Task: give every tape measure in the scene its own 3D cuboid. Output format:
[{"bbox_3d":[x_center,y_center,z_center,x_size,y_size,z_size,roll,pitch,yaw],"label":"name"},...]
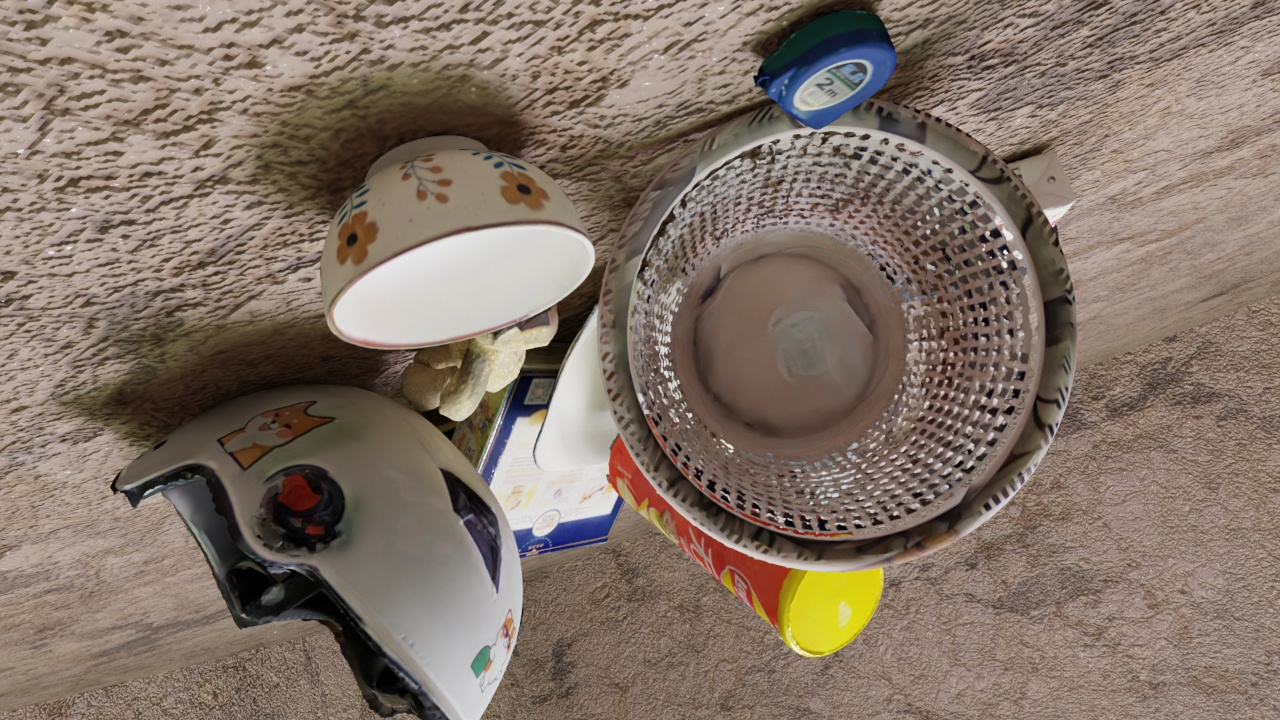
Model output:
[{"bbox_3d":[0.081,-0.127,0.395,0.055,0.025,0.058,-28,161,30],"label":"tape measure"}]

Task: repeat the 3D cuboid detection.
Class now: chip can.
[{"bbox_3d":[0.057,0.101,0.588,0.073,0.073,0.217,-12,-158,-26],"label":"chip can"}]

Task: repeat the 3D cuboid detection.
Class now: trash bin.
[{"bbox_3d":[0.095,-0.012,0.524,0.227,0.227,0.192,-19,179,2],"label":"trash bin"}]

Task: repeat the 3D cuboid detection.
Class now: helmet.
[{"bbox_3d":[-0.174,0.110,0.583,0.156,0.274,0.230,-53,151,-31],"label":"helmet"}]

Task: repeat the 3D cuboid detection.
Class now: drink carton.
[{"bbox_3d":[0.267,-0.105,0.676,0.053,0.045,0.122,-13,166,2],"label":"drink carton"}]

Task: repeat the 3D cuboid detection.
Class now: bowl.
[{"bbox_3d":[-0.082,-0.054,0.388,0.113,0.062,0.113,-19,167,-5],"label":"bowl"}]

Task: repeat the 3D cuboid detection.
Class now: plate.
[{"bbox_3d":[-0.004,0.004,0.656,0.164,0.034,0.164,-1,125,-47],"label":"plate"}]

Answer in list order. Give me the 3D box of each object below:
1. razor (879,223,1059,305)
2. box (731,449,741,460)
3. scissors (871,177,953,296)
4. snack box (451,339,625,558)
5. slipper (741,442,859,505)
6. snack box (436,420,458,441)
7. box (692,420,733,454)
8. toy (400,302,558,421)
[{"bbox_3d":[0.267,-0.080,0.781,0.167,0.062,0.067,-16,-162,11],"label":"razor"},{"bbox_3d":[0.078,0.109,1.075,0.178,0.126,0.274,-26,175,-26],"label":"box"},{"bbox_3d":[0.202,-0.093,0.686,0.136,0.014,0.174,1,156,43],"label":"scissors"},{"bbox_3d":[-0.068,0.072,0.722,0.177,0.046,0.183,1,121,-47],"label":"snack box"},{"bbox_3d":[0.124,0.011,0.695,0.104,0.074,0.244,-2,-143,19],"label":"slipper"},{"bbox_3d":[-0.160,0.095,0.804,0.239,0.063,0.115,-21,168,-21],"label":"snack box"},{"bbox_3d":[0.091,0.054,0.902,0.168,0.079,0.091,-27,159,-21],"label":"box"},{"bbox_3d":[-0.100,-0.011,0.554,0.158,0.066,0.104,-29,-164,50],"label":"toy"}]
